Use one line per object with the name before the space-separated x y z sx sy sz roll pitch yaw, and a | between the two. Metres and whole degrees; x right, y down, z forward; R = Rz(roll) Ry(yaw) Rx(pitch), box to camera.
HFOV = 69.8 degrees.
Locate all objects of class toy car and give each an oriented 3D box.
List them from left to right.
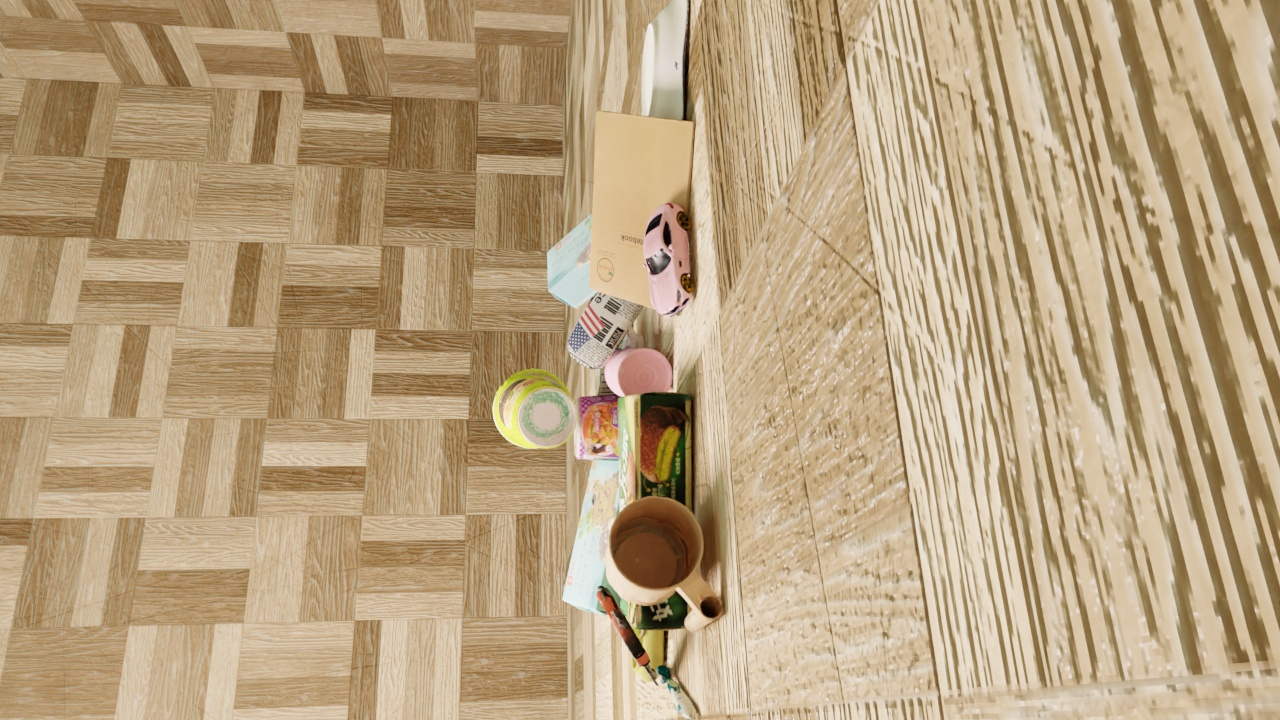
toy car | 0.027 -0.106 0.952 0.056 0.037 0.122 -31 57 52

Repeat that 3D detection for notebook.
notebook | -0.002 -0.165 1.020 0.148 0.008 0.208 21 115 41

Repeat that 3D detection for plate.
plate | 0.024 -0.331 1.059 0.164 0.034 0.164 -129 40 -79

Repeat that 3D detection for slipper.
slipper | -0.011 0.290 1.098 0.092 0.081 0.190 177 91 -80

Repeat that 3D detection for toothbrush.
toothbrush | 0.037 0.353 0.973 0.192 0.016 0.018 148 113 -81

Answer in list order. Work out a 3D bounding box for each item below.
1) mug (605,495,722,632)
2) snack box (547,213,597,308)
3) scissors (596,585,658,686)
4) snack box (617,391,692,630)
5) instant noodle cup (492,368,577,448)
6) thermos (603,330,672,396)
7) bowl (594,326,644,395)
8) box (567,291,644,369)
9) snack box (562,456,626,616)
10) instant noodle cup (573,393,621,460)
mug | 0.022 0.193 0.842 0.124 0.084 0.104 48 160 14
snack box | -0.042 -0.145 1.129 0.175 0.051 0.074 -36 41 29
scissors | -0.010 0.293 0.961 0.185 0.015 0.209 58 170 -1
snack box | 0.015 0.154 0.970 0.114 0.063 0.240 163 106 -80
instant noodle cup | -0.134 0.069 1.223 0.123 0.111 0.111 -172 83 -74
thermos | -0.007 0.007 1.145 0.198 0.067 0.087 -163 80 -83
bowl | -0.030 -0.007 1.300 0.116 0.066 0.116 179 91 -83
box | -0.030 -0.062 1.154 0.163 0.076 0.087 -56 27 0
snack box | -0.034 0.201 1.058 0.074 0.051 0.174 -5 69 54
instant noodle cup | -0.040 0.091 1.252 0.111 0.099 0.111 -179 91 -83
